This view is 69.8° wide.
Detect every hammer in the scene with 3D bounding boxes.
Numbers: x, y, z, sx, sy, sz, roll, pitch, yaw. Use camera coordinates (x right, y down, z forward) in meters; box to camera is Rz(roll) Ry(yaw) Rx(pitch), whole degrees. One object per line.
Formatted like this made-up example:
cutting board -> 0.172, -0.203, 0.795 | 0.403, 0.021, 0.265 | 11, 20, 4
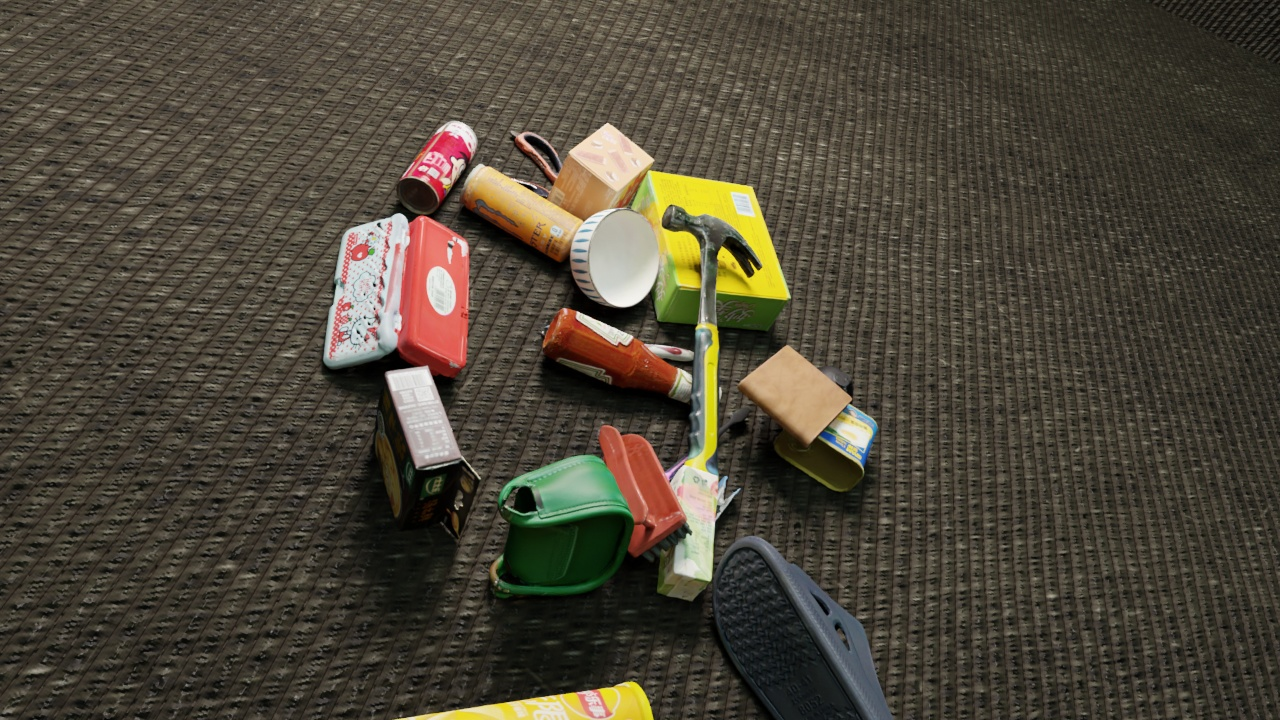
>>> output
hammer -> 0.077, -0.018, 1.024 | 0.126, 0.032, 0.322 | 14, 64, -23

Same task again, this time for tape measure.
tape measure -> 0.223, 0.038, 1.097 | 0.058, 0.057, 0.039 | 15, 37, 32

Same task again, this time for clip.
clip -> 0.084, 0.150, 0.963 | 0.043, 0.027, 0.058 | 40, 47, 0

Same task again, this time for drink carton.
drink carton -> 0.049, 0.172, 0.910 | 0.045, 0.054, 0.122 | 17, 48, -11

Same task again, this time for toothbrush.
toothbrush -> 0.061, 0.101, 1.005 | 0.014, 0.018, 0.188 | 44, 52, 15
toothbrush -> -0.022, -0.021, 1.063 | 0.187, 0.017, 0.016 | 9, 50, -17

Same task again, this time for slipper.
slipper -> 0.162, 0.284, 0.845 | 0.083, 0.111, 0.268 | -8, 60, -49

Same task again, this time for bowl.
bowl -> -0.040, -0.122, 1.092 | 0.066, 0.116, 0.116 | 10, 29, 45

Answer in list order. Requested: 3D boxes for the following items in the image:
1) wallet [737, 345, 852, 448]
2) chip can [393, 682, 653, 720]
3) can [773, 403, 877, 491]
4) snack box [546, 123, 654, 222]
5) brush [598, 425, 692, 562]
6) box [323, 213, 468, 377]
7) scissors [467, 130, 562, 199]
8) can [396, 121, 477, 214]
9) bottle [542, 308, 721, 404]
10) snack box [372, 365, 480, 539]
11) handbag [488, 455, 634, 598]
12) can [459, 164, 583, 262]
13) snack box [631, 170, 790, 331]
wallet -> 0.175, 0.037, 1.024 | 0.101, 0.020, 0.115 | 42, 41, 14
chip can -> -0.097, 0.305, 0.721 | 0.213, 0.072, 0.072 | 0, 53, -24
can -> 0.215, 0.088, 1.053 | 0.102, 0.057, 0.083 | 33, 44, 4
snack box -> -0.051, -0.224, 1.149 | 0.077, 0.093, 0.094 | 39, 48, 3
brush -> -0.005, 0.121, 0.895 | 0.069, 0.063, 0.145 | 48, 10, -37
box -> -0.254, -0.074, 0.974 | 0.154, 0.074, 0.200 | 6, 49, -15
scissors -> -0.113, -0.225, 1.197 | 0.225, 0.015, 0.188 | 13, 48, -15
can -> -0.246, -0.237, 1.119 | 0.053, 0.053, 0.132 | 24, 47, -4
bottle -> -0.006, 0.006, 1.021 | 0.206, 0.060, 0.059 | 23, 46, -13
snack box -> -0.197, 0.088, 0.828 | 0.053, 0.113, 0.125 | -9, 56, -28
handbag -> -0.074, 0.155, 0.819 | 0.120, 0.132, 0.068 | -11, 48, -26
can -> -0.143, -0.178, 1.113 | 0.146, 0.058, 0.058 | 30, 47, 2
snack box -> 0.085, -0.141, 1.176 | 0.157, 0.070, 0.209 | 4, 51, -21
